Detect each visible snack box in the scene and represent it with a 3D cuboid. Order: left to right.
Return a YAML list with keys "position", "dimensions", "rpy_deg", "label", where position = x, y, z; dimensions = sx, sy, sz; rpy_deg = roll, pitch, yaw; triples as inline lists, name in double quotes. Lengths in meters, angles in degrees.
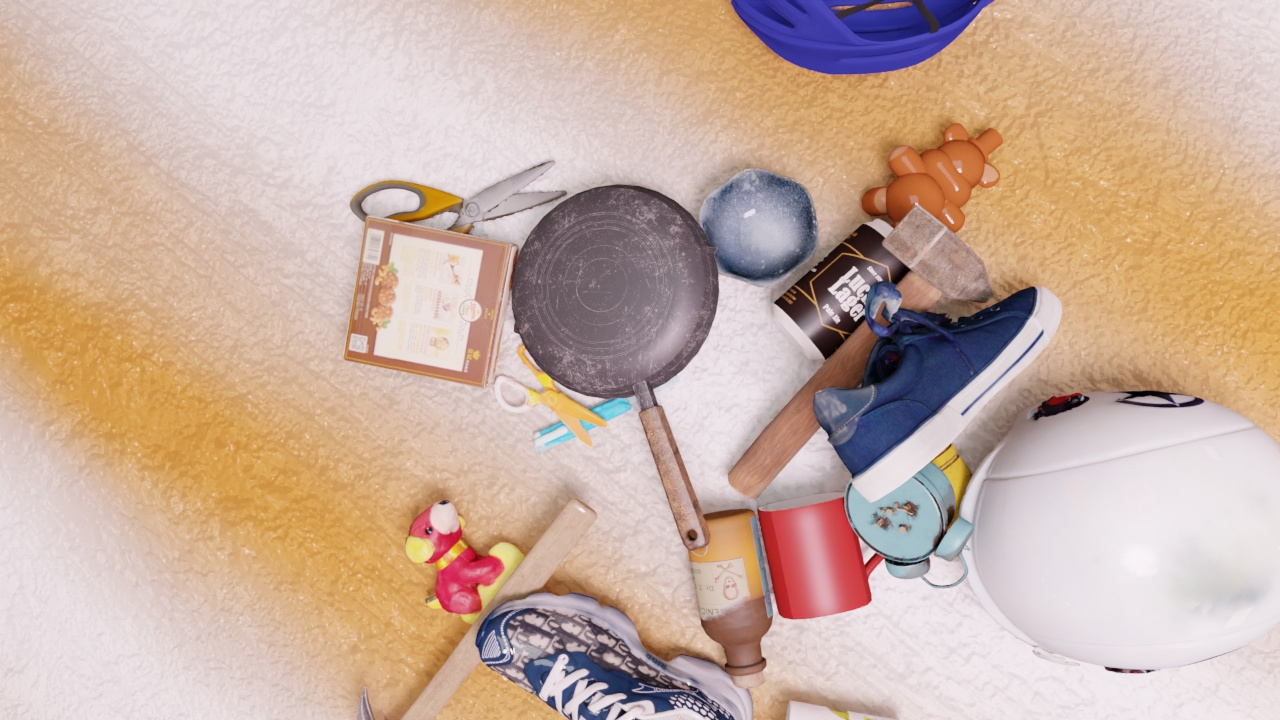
- position: [-0.203, -0.057, 0.895]
  dimensions: [0.147, 0.041, 0.143]
  rpy_deg: [11, 95, 2]
  label: "snack box"

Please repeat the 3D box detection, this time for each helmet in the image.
- position: [0.197, -0.343, 0.769]
  dimensions: [0.241, 0.228, 0.147]
  rpy_deg: [2, 79, 7]
  label: "helmet"
- position: [0.407, 0.138, 0.734]
  dimensions: [0.264, 0.164, 0.236]
  rpy_deg: [-8, 85, -9]
  label: "helmet"

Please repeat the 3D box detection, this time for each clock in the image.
- position: [0.230, 0.134, 0.774]
  dimensions: [0.124, 0.053, 0.090]
  rpy_deg: [56, 135, 8]
  label: "clock"

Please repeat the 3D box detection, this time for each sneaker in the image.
- position: [-0.022, 0.299, 0.802]
  dimensions: [0.269, 0.132, 0.103]
  rpy_deg: [25, 100, -4]
  label: "sneaker"
- position: [0.240, -0.012, 0.754]
  dimensions: [0.293, 0.121, 0.127]
  rpy_deg: [-32, 78, -35]
  label: "sneaker"

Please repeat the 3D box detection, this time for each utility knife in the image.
- position: [-0.033, 0.052, 0.892]
  dimensions: [0.158, 0.015, 0.022]
  rpy_deg: [-24, 85, 8]
  label: "utility knife"

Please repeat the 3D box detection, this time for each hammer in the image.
- position: [-0.150, 0.264, 0.862]
  dimensions: [0.119, 0.030, 0.331]
  rpy_deg: [36, 100, -11]
  label: "hammer"
- position: [0.185, 0.012, 0.824]
  dimensions: [0.301, 0.157, 0.037]
  rpy_deg: [-50, 53, 16]
  label: "hammer"

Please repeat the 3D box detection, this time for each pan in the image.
- position: [-0.005, 0.005, 0.830]
  dimensions: [0.208, 0.040, 0.356]
  rpy_deg: [-22, 79, 13]
  label: "pan"

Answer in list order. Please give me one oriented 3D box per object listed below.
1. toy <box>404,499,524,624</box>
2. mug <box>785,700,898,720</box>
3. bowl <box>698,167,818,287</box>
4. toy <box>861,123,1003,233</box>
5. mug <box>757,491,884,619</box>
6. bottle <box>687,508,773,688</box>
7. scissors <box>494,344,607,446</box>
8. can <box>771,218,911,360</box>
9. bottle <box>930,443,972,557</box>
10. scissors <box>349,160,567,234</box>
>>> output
- position: [-0.171, 0.203, 0.890]
  dimensions: [0.105, 0.067, 0.137]
  rpy_deg: [-44, 95, 7]
  label: "toy"
- position: [0.181, 0.355, 0.819]
  dimensions: [0.106, 0.082, 0.082]
  rpy_deg: [8, 89, 9]
  label: "mug"
- position: [0.111, -0.121, 0.859]
  dimensions: [0.110, 0.055, 0.110]
  rpy_deg: [0, 88, 8]
  label: "bowl"
- position: [0.273, -0.166, 0.843]
  dimensions: [0.127, 0.065, 0.095]
  rpy_deg: [-39, 91, -4]
  label: "toy"
- position: [0.172, 0.172, 0.830]
  dimensions: [0.116, 0.080, 0.096]
  rpy_deg: [-11, 86, 0]
  label: "mug"
- position: [0.086, 0.219, 0.844]
  dimensions: [0.068, 0.068, 0.157]
  rpy_deg: [-10, 87, 7]
  label: "bottle"
- position: [-0.091, 0.046, 0.893]
  dimensions: [0.084, 0.012, 0.133]
  rpy_deg: [-43, 72, 6]
  label: "scissors"
- position: [0.186, -0.063, 0.838]
  dimensions: [0.128, 0.072, 0.072]
  rpy_deg: [-42, 83, 4]
  label: "can"
- position: [0.260, 0.110, 0.824]
  dimensions: [0.071, 0.071, 0.164]
  rpy_deg: [-32, 84, 5]
  label: "bottle"
- position: [-0.182, -0.133, 0.920]
  dimensions: [0.225, 0.016, 0.166]
  rpy_deg: [-5, 88, 8]
  label: "scissors"
